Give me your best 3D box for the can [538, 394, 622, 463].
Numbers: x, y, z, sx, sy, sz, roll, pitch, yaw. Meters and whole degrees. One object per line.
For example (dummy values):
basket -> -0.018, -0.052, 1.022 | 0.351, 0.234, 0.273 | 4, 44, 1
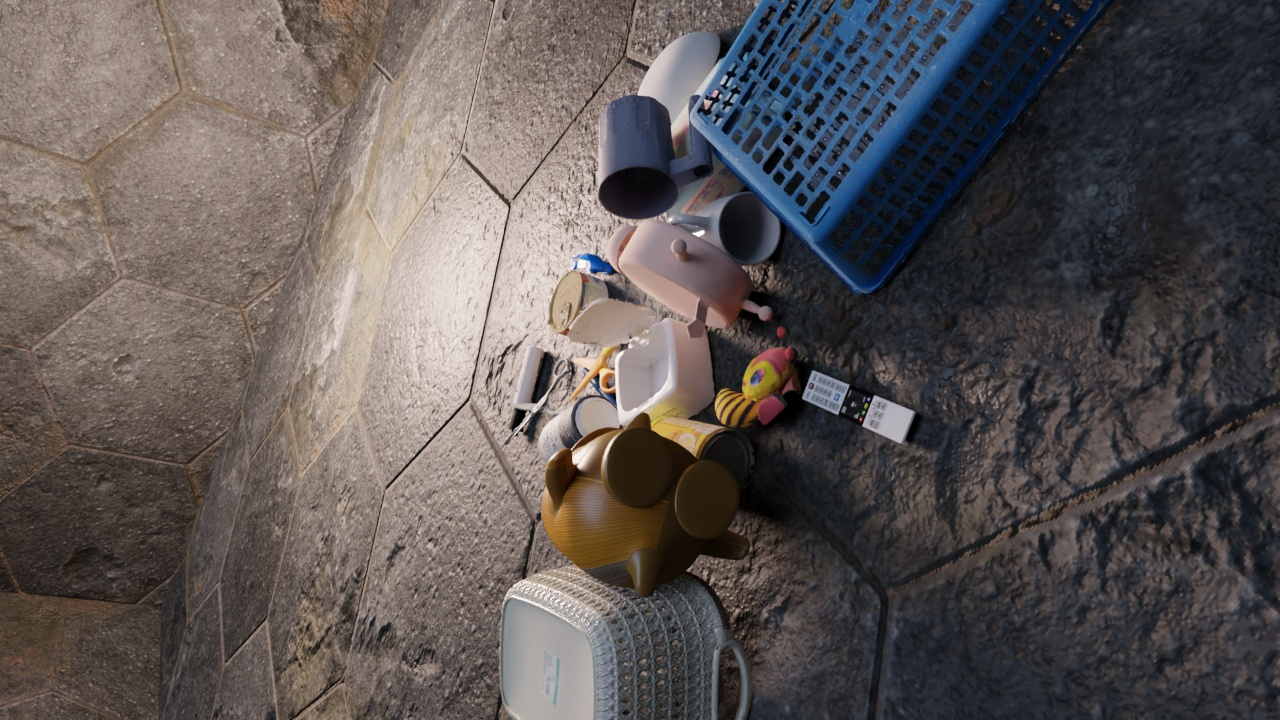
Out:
can -> -0.074, 0.088, 1.074 | 0.128, 0.064, 0.064 | -37, 46, 55

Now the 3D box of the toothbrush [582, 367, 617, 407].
toothbrush -> -0.035, 0.047, 1.091 | 0.014, 0.014, 0.167 | -64, 33, 14

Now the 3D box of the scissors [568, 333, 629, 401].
scissors -> -0.046, 0.001, 1.116 | 0.125, 0.011, 0.127 | 14, 77, 54

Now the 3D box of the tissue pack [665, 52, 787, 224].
tissue pack -> 0.082, -0.232, 0.993 | 0.182, 0.070, 0.112 | -49, 40, 30

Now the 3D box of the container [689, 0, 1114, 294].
container -> 0.199, -0.270, 0.757 | 0.363, 0.089, 0.257 | -56, 51, 25

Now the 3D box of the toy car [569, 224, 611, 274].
toy car -> -0.065, -0.146, 1.202 | 0.092, 0.033, 0.062 | 14, 94, 57

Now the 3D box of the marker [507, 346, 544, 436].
marker -> -0.160, 0.043, 1.269 | 0.025, 0.025, 0.126 | 6, 81, 57

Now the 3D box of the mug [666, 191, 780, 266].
mug -> 0.072, -0.132, 0.928 | 0.089, 0.107, 0.071 | -176, 92, -66

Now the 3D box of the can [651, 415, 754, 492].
can -> 0.052, 0.092, 0.890 | 0.105, 0.067, 0.067 | 8, 82, 56

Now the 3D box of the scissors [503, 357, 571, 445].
scissors -> -0.122, 0.064, 1.196 | 0.174, 0.014, 0.141 | 28, 87, 50

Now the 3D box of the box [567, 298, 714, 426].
box -> -0.009, -0.005, 0.964 | 0.109, 0.136, 0.125 | -34, 50, 42

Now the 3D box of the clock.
clock -> 0.038, -0.076, 0.918 | 0.086, 0.131, 0.160 | -56, 28, 0

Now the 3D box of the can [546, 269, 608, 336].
can -> -0.081, -0.071, 1.186 | 0.086, 0.043, 0.086 | -30, 52, 47

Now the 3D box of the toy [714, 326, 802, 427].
toy -> 0.112, 0.023, 0.850 | 0.104, 0.046, 0.084 | -46, 34, 21

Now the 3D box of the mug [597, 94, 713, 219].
mug -> 0.014, -0.220, 0.960 | 0.124, 0.084, 0.103 | -16, 57, 22

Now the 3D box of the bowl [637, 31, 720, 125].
bowl -> 0.033, -0.336, 1.102 | 0.150, 0.043, 0.149 | -47, 26, 32

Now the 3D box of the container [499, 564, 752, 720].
container -> -0.029, 0.282, 0.856 | 0.247, 0.142, 0.184 | -2, 88, 56

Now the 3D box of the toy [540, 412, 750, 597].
toy -> -0.018, 0.126, 0.833 | 0.204, 0.198, 0.162 | -17, 48, 63

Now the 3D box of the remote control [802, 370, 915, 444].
remote control -> 0.182, 0.038, 0.770 | 0.124, 0.011, 0.028 | 28, 99, 57
